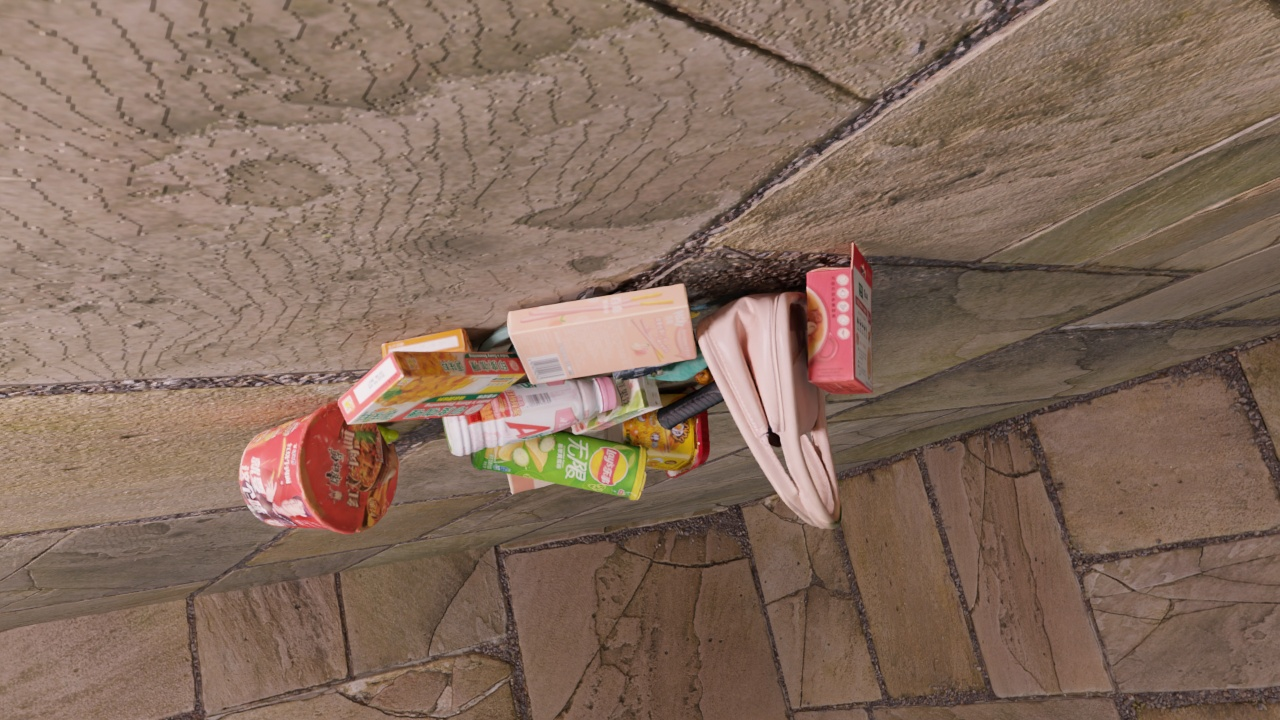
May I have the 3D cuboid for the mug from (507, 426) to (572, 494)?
[{"bbox_3d":[-0.143,0.130,1.318,0.106,0.081,0.115,-12,137,-11],"label":"mug"}]

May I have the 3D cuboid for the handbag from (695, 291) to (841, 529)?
[{"bbox_3d":[0.144,0.050,0.887,0.093,0.234,0.193,-18,175,20],"label":"handbag"}]

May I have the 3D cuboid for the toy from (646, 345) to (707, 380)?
[{"bbox_3d":[0.067,0.002,1.081,0.096,0.030,0.092,-10,169,-36],"label":"toy"}]

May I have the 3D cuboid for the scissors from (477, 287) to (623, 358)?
[{"bbox_3d":[-0.060,-0.022,0.868,0.177,0.019,0.171,-28,150,31],"label":"scissors"}]

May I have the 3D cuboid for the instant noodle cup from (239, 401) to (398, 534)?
[{"bbox_3d":[-0.345,0.118,0.968,0.109,0.137,0.137,-11,169,27],"label":"instant noodle cup"}]

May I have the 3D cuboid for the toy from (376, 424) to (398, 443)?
[{"bbox_3d":[-0.338,0.100,1.098,0.100,0.031,0.096,-21,165,12],"label":"toy"}]

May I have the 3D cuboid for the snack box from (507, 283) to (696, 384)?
[{"bbox_3d":[-0.032,-0.022,0.817,0.157,0.026,0.084,-9,146,3],"label":"snack box"}]

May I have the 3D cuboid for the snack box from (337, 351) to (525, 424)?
[{"bbox_3d":[-0.178,0.022,0.801,0.077,0.027,0.155,-36,162,27],"label":"snack box"}]

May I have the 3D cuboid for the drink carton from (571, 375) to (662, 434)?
[{"bbox_3d":[-0.033,0.050,1.130,0.123,0.053,0.045,-23,165,36],"label":"drink carton"}]

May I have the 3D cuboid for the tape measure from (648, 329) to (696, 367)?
[{"bbox_3d":[0.014,-0.026,0.872,0.066,0.033,0.066,-16,137,13],"label":"tape measure"}]

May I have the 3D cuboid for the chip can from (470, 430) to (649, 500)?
[{"bbox_3d":[-0.103,0.122,1.165,0.221,0.072,0.073,12,162,-7],"label":"chip can"}]

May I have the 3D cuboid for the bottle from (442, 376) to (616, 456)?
[{"bbox_3d":[-0.125,0.057,1.053,0.196,0.068,0.068,-12,167,-18],"label":"bottle"}]

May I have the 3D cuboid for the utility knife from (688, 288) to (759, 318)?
[{"bbox_3d":[0.015,-0.037,0.905,0.217,0.015,0.033,-19,168,21],"label":"utility knife"}]

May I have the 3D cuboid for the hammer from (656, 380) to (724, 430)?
[{"bbox_3d":[0.143,0.014,1.133,0.302,0.032,0.128,-29,160,30],"label":"hammer"}]

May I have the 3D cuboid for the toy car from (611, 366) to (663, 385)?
[{"bbox_3d":[-0.006,0.006,1.020,0.054,0.037,0.121,-13,176,-3],"label":"toy car"}]

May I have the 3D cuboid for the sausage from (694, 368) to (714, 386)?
[{"bbox_3d":[0.099,0.031,1.241,0.021,0.021,0.165,-17,166,14],"label":"sausage"}]

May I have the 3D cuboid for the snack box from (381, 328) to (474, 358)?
[{"bbox_3d":[-0.194,0.009,0.880,0.075,0.026,0.154,-11,165,-6],"label":"snack box"}]

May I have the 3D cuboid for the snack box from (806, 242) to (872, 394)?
[{"bbox_3d":[0.190,-0.036,0.871,0.044,0.127,0.113,-2,171,23],"label":"snack box"}]

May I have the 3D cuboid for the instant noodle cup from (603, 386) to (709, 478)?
[{"bbox_3d":[0.018,0.098,1.266,0.123,0.116,0.116,6,160,-22],"label":"instant noodle cup"}]
